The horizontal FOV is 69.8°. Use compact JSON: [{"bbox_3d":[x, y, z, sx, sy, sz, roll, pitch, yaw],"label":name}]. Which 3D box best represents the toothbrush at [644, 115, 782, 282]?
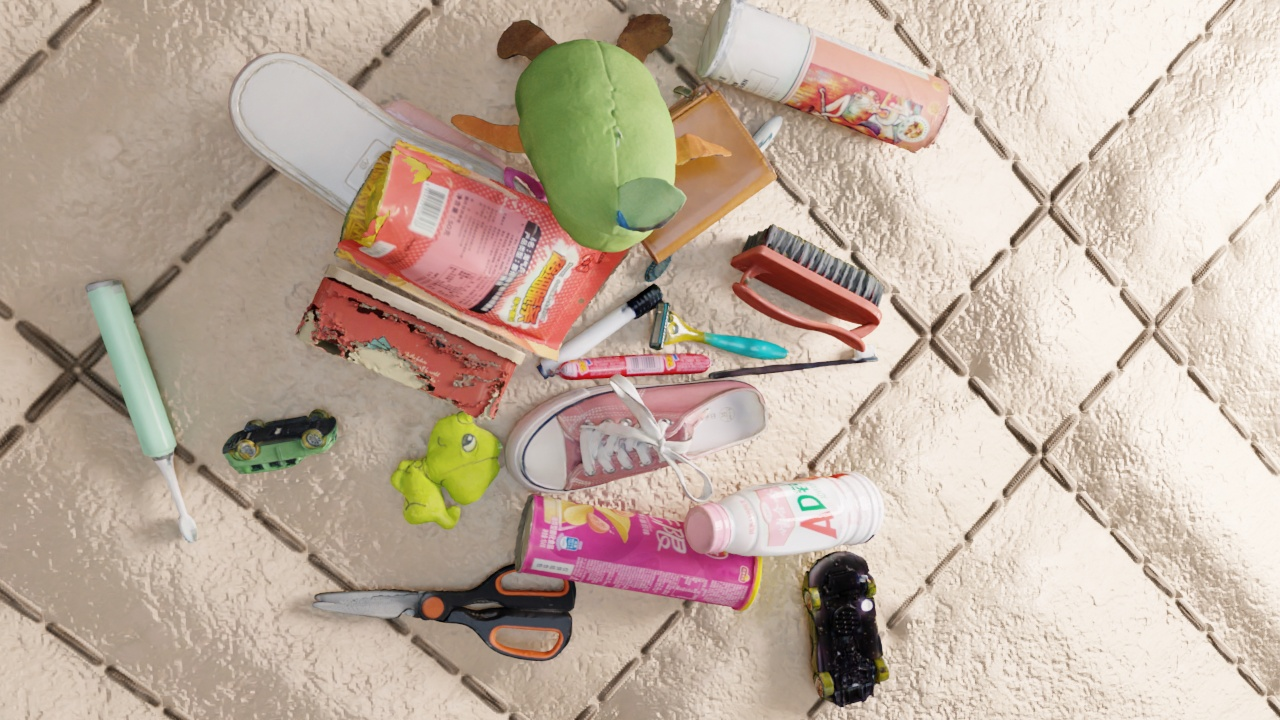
[{"bbox_3d":[0.066,-0.145,0.820,0.016,0.018,0.191,39,89,-14],"label":"toothbrush"}]

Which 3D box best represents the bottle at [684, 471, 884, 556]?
[{"bbox_3d":[0.127,0.139,0.805,0.196,0.068,0.068,-1,97,-36],"label":"bottle"}]

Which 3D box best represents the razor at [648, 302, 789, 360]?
[{"bbox_3d":[0.073,-0.018,0.830,0.132,0.028,0.043,11,83,-16],"label":"razor"}]

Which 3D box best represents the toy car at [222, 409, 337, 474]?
[{"bbox_3d":[-0.294,0.068,0.756,0.091,0.043,0.036,-13,114,-2],"label":"toy car"}]

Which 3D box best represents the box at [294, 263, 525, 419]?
[{"bbox_3d":[-0.188,-0.007,0.746,0.168,0.091,0.079,25,88,-13],"label":"box"}]

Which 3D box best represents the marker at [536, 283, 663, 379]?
[{"bbox_3d":[-0.034,-0.025,0.813,0.130,0.018,0.022,-36,106,-6],"label":"marker"}]

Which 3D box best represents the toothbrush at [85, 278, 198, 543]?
[{"bbox_3d":[-0.397,0.043,0.742,0.026,0.027,0.224,-22,102,-38],"label":"toothbrush"}]

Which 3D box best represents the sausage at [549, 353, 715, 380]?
[{"bbox_3d":[-0.005,0.005,0.814,0.155,0.020,0.020,-3,97,-20],"label":"sausage"}]

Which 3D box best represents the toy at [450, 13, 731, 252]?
[{"bbox_3d":[-0.035,-0.185,0.727,0.227,0.090,0.246,-1,58,-12],"label":"toy"}]

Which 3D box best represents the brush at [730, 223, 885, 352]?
[{"bbox_3d":[0.153,-0.060,0.825,0.145,0.063,0.069,24,79,-15],"label":"brush"}]

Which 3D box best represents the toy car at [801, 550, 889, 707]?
[{"bbox_3d":[0.194,0.256,0.880,0.070,0.042,0.158,-9,99,-11],"label":"toy car"}]

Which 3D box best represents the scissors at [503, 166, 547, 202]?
[{"bbox_3d":[-0.060,-0.141,0.780,0.133,0.017,0.125,28,55,-36],"label":"scissors"}]

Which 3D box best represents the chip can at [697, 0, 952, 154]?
[{"bbox_3d":[0.162,-0.248,0.801,0.214,0.071,0.071,16,93,-13],"label":"chip can"}]

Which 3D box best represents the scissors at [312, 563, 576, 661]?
[{"bbox_3d":[-0.169,0.203,0.814,0.235,0.022,0.136,26,83,-9],"label":"scissors"}]

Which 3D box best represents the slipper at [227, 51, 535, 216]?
[{"bbox_3d":[-0.196,-0.149,0.745,0.274,0.054,0.114,29,94,-23],"label":"slipper"}]

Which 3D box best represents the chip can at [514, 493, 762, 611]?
[{"bbox_3d":[-0.002,0.170,0.815,0.210,0.071,0.071,13,93,-12],"label":"chip can"}]

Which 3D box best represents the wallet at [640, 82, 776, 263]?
[{"bbox_3d":[0.033,-0.169,0.795,0.130,0.035,0.119,-36,89,-1],"label":"wallet"}]

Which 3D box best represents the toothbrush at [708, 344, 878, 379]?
[{"bbox_3d":[0.142,0.003,0.837,0.180,0.016,0.018,-7,93,-23],"label":"toothbrush"}]

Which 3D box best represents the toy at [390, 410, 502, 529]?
[{"bbox_3d":[-0.164,0.097,0.794,0.100,0.031,0.097,-18,99,-5],"label":"toy"}]

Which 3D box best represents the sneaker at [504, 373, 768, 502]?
[{"bbox_3d":[0.003,0.065,0.795,0.241,0.088,0.118,-10,98,-11],"label":"sneaker"}]

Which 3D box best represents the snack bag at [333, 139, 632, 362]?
[{"bbox_3d":[-0.121,-0.084,0.725,0.207,0.073,0.129,22,114,-30],"label":"snack bag"}]
